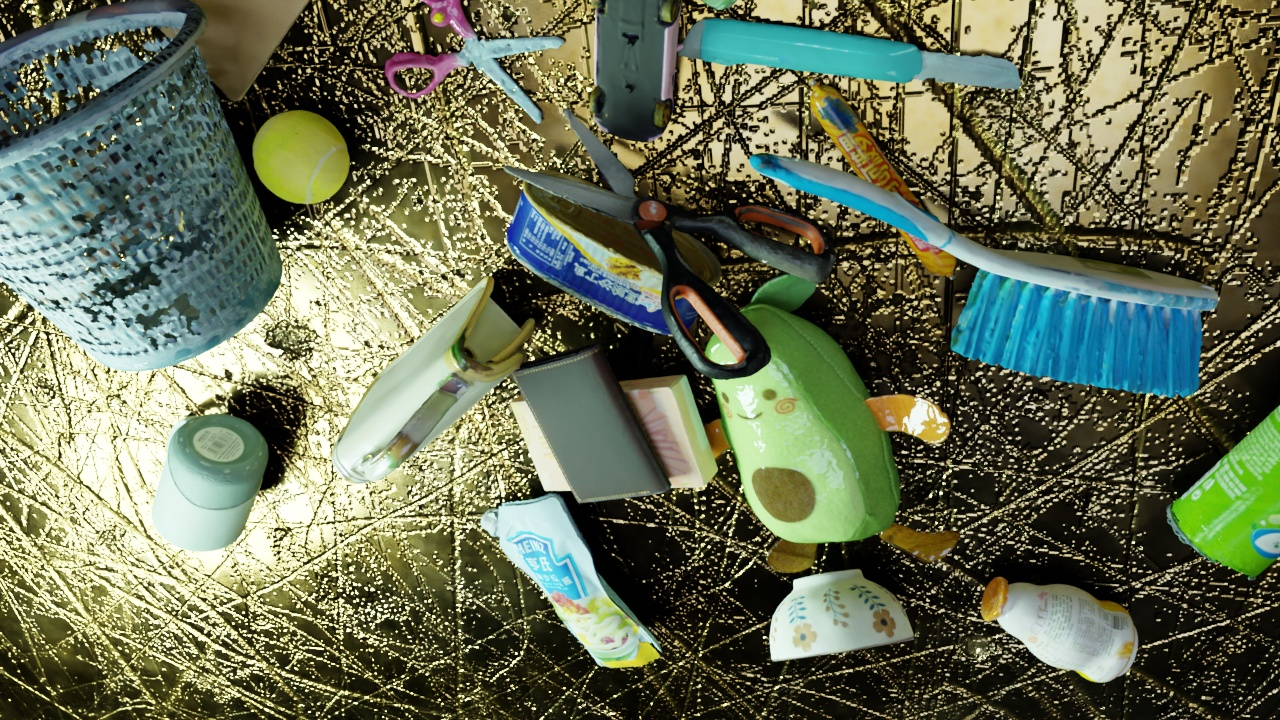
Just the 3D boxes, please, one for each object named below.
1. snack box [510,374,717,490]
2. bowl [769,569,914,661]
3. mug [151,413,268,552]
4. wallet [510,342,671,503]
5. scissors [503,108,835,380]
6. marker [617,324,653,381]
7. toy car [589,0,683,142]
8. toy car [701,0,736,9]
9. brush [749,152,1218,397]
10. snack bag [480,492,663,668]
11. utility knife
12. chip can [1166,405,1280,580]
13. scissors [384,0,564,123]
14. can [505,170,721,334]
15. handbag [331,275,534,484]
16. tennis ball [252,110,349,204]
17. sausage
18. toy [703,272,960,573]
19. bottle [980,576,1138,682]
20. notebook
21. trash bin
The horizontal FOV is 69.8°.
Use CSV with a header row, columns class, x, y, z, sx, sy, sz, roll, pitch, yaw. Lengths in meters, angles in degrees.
class,x,y,z,sx,sy,sz,roll,pitch,yaw
snack box,-0.023,0.059,0.711,0.158,0.026,0.084,-7,111,34
bowl,0.157,0.204,0.742,0.114,0.113,0.062,-15,72,22
mug,-0.395,0.098,0.832,0.111,0.082,0.107,47,125,23
wallet,-0.040,0.050,0.687,0.097,0.020,0.122,-14,107,42
scissors,0.023,-0.079,0.593,0.220,0.221,0.022,2,151,-14
marker,-0.004,0.004,0.705,0.020,0.022,0.132,-2,125,-26
toy car,-0.003,-0.199,0.582,0.056,0.037,0.123,17,134,14
toy car,0.062,-0.248,0.538,0.043,0.036,0.091,42,124,-12
brush,0.213,-0.053,0.580,0.314,0.060,0.110,9,115,-2
snack bag,-0.062,0.195,0.812,0.111,0.038,0.191,-9,121,49
utility knife,0.127,-0.187,0.567,0.209,0.013,0.029,11,120,11
chip can,0.447,0.040,0.581,0.072,0.072,0.237,28,123,-2
scissors,-0.120,-0.206,0.620,0.129,0.017,0.133,-36,109,26
can,-0.020,-0.075,0.634,0.148,0.074,0.049,27,125,-2
handbag,-0.158,0.036,0.672,0.063,0.178,0.164,43,119,-17
tennis ball,-0.242,-0.145,0.655,0.065,0.065,0.066,6,120,11
sausage,0.158,-0.115,0.595,0.021,0.021,0.165,-33,106,28
toy,0.119,0.062,0.663,0.228,0.089,0.247,-13,113,38
bottle,0.322,0.203,0.709,0.108,0.063,0.063,22,122,1
notebook,-0.277,-0.297,0.612,0.208,0.008,0.148,-38,104,29
trash bin,-0.361,-0.109,0.635,0.227,0.226,0.195,-3,134,16
